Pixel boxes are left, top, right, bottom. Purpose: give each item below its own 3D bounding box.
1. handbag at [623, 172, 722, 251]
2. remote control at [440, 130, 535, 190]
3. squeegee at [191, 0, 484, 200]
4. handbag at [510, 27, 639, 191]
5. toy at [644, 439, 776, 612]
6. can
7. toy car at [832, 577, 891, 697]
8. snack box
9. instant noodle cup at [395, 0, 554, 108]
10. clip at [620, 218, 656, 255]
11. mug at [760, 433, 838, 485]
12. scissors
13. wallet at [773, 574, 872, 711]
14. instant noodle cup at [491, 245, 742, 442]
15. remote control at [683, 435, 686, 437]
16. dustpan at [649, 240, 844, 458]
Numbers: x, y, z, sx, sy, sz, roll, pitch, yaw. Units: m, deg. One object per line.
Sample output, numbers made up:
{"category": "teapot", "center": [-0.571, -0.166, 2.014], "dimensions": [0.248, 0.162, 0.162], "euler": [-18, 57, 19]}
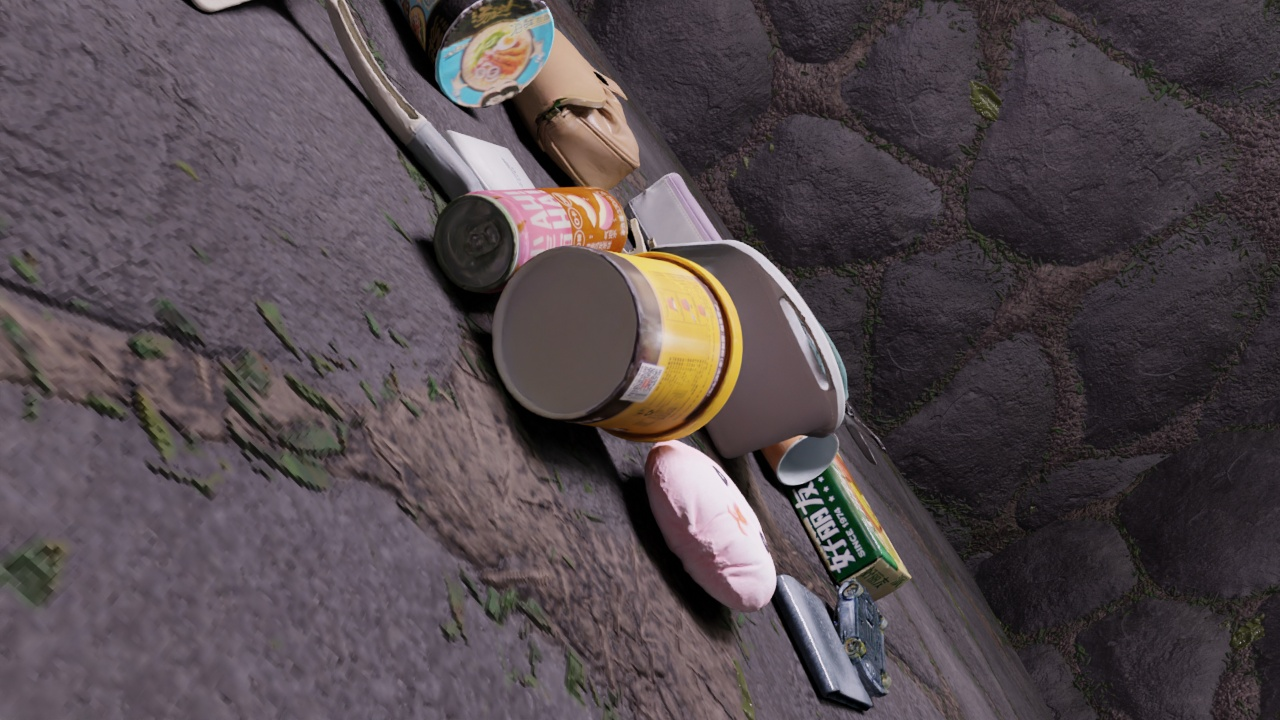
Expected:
{"category": "handbag", "center": [0.072, -0.117, 1.147], "dimensions": [0.145, 0.098, 0.197], "euler": [34, 24, -55]}
{"category": "remote control", "center": [-0.113, -0.140, 0.693], "dimensions": [0.056, 0.019, 0.135], "euler": [56, 13, -1]}
{"category": "squeegee", "center": [-0.141, -0.153, 0.579], "dimensions": [0.246, 0.039, 0.245], "euler": [57, 29, -25]}
{"category": "handbag", "center": [-0.077, -0.278, 0.992], "dimensions": [0.147, 0.100, 0.204], "euler": [32, 23, -53]}
{"category": "toy", "center": [0.046, 0.104, 0.606], "dimensions": [0.121, 0.054, 0.159], "euler": [57, 5, 3]}
{"category": "can", "center": [-0.062, -0.078, 0.569], "dimensions": [0.058, 0.058, 0.147], "euler": [57, 26, 4]}
{"category": "toy car", "center": [0.199, 0.251, 0.834], "dimensions": [0.054, 0.037, 0.120], "euler": [52, 23, -18]}
{"category": "snack box", "center": [0.217, 0.157, 1.070], "dimensions": [0.114, 0.063, 0.239], "euler": [39, 21, -50]}
{"category": "instant noodle cup", "center": [-0.151, -0.294, 0.777], "dimensions": [0.120, 0.111, 0.111], "euler": [51, 10, 23]}
{"category": "clip", "center": [-0.006, -0.115, 1.003], "dimensions": [0.089, 0.035, 0.103], "euler": [53, 20, -29]}
{"category": "mug", "center": [0.157, 0.071, 1.033], "dimensions": [0.078, 0.078, 0.122], "euler": [43, 10, -45]}
{"category": "scissors", "center": [0.162, 0.026, 0.853], "dimensions": [0.174, 0.019, 0.177], "euler": [59, -15, -3]}
{"category": "wallet", "center": [0.147, 0.229, 0.737], "dimensions": [0.121, 0.019, 0.097], "euler": [41, 21, -53]}
{"category": "instant noodle cup", "center": [-0.015, -0.011, 0.529], "dimensions": [0.118, 0.119, 0.114], "euler": [60, 20, 17]}
{"category": "remote control", "center": [-0.004, 0.004, 0.729], "dimensions": [0.136, 0.020, 0.055], "euler": [49, 13, -21]}
{"category": "dustpan", "center": [0.107, -0.021, 0.888], "dimensions": [0.223, 0.143, 0.257], "euler": [62, 14, -11]}
